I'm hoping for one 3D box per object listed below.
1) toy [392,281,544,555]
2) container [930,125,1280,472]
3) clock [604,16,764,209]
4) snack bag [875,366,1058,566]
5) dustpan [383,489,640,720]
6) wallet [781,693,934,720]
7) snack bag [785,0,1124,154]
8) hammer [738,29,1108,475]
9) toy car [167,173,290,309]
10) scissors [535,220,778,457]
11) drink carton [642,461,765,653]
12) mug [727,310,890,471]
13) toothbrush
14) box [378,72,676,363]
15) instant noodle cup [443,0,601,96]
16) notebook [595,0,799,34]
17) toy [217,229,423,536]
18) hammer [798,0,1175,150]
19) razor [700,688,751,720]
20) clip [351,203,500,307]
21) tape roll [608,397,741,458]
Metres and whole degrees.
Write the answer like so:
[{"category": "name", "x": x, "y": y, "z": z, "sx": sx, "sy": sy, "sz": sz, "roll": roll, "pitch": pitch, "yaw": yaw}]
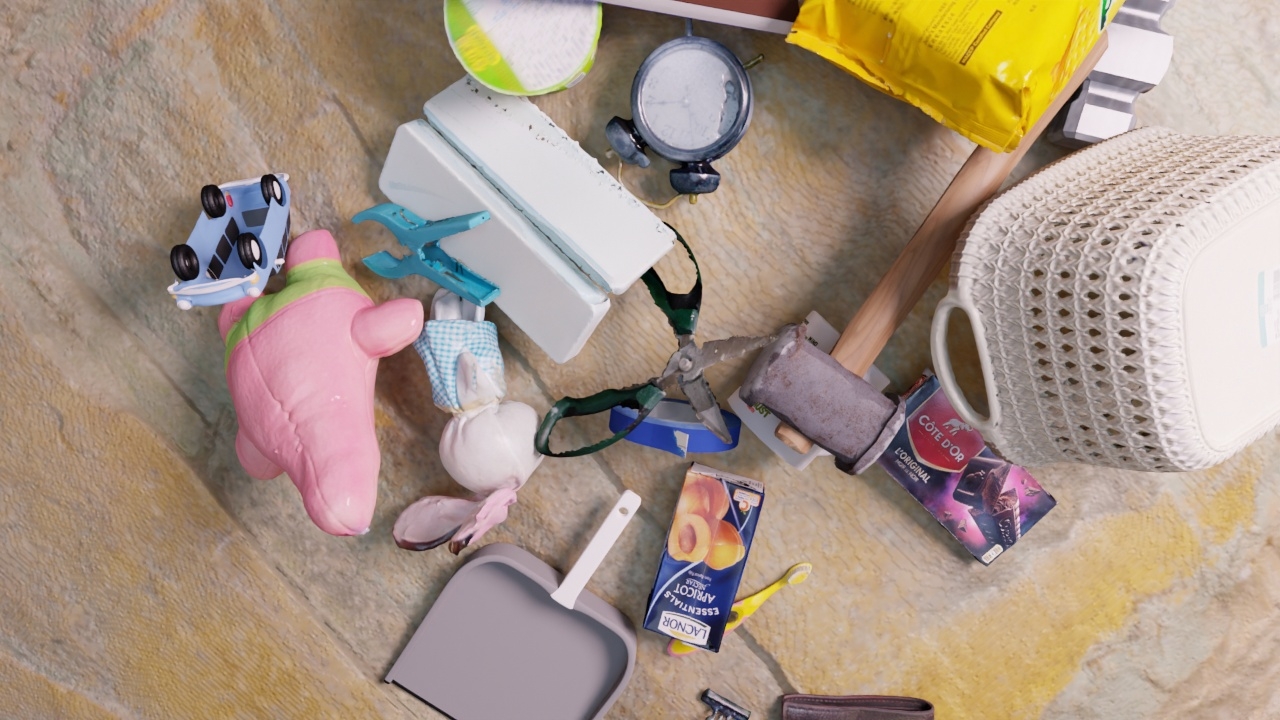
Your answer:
[{"category": "toy", "x": -0.121, "y": 0.038, "z": 0.685, "sx": 0.105, "sy": 0.131, "sz": 0.205, "roll": 3, "pitch": 79, "yaw": -39}, {"category": "container", "x": 0.314, "y": -0.038, "z": 0.551, "sx": 0.245, "sy": 0.143, "sz": 0.185, "roll": -26, "pitch": 108, "yaw": -22}, {"category": "clock", "x": 0.029, "y": -0.169, "z": 0.645, "sx": 0.090, "sy": 0.052, "sz": 0.129, "roll": 28, "pitch": 105, "yaw": -2}, {"category": "snack bag", "x": 0.235, "y": 0.082, "z": 0.679, "sx": 0.155, "sy": 0.018, "sz": 0.075, "roll": 42, "pitch": 98, "yaw": -14}, {"category": "dustpan", "x": -0.074, "y": 0.205, "z": 0.725, "sx": 0.163, "sy": 0.033, "sz": 0.258, "roll": 33, "pitch": 100, "yaw": -2}, {"category": "wallet", "x": 0.172, "y": 0.317, "z": 0.734, "sx": 0.120, "sy": 0.031, "sz": 0.099, "roll": -1, "pitch": 97, "yaw": 6}, {"category": "snack bag", "x": 0.219, "y": -0.252, "z": 0.559, "sx": 0.159, "sy": 0.068, "sz": 0.247, "roll": 34, "pitch": 81, "yaw": 14}, {"category": "hammer", "x": 0.190, "y": -0.079, "z": 0.587, "sx": 0.098, "sy": 0.052, "sz": 0.328, "roll": 35, "pitch": 92, "yaw": -4}, {"category": "toy car", "x": -0.278, "y": -0.082, "z": 0.638, "sx": 0.056, "sy": 0.153, "sz": 0.055, "roll": -11, "pitch": 129, "yaw": -2}, {"category": "scissors", "x": -0.004, "y": 0.004, "z": 0.633, "sx": 0.204, "sy": 0.201, "sz": 0.015, "roll": -39, "pitch": 136, "yaw": 16}, {"category": "drink carton", "x": 0.048, "y": 0.149, "z": 0.697, "sx": 0.064, "sy": 0.040, "sz": 0.130, "roll": 17, "pitch": 97, "yaw": 9}, {"category": "mug", "x": 0.131, "y": 0.029, "z": 0.667, "sx": 0.105, "sy": 0.073, "sz": 0.090, "roll": 37, "pitch": 101, "yaw": -29}, {"category": "toothbrush", "x": 0.077, "y": 0.197, "z": 0.723, "sx": 0.135, "sy": 0.016, "sz": 0.021, "roll": -34, "pitch": 90, "yaw": 8}, {"category": "box", "x": -0.085, "y": -0.106, "z": 0.653, "sx": 0.197, "sy": 0.075, "sz": 0.125, "roll": 44, "pitch": 80, "yaw": 7}, {"category": "instant noodle cup", "x": -0.069, "y": -0.221, "z": 0.612, "sx": 0.099, "sy": 0.108, "sz": 0.099, "roll": 1, "pitch": 99, "yaw": 3}, {"category": "notebook", "x": -0.004, "y": -0.297, "z": 0.568, "sx": 0.209, "sy": 0.022, "sz": 0.171, "roll": 2, "pitch": 76, "yaw": -21}, {"category": "toy", "x": -0.228, "y": 0.022, "z": 0.647, "sx": 0.192, "sy": 0.096, "sz": 0.236, "roll": -39, "pitch": 57, "yaw": 17}, {"category": "hammer", "x": 0.191, "y": -0.236, "z": 0.626, "sx": 0.323, "sy": 0.051, "sz": 0.117, "roll": 15, "pitch": 98, "yaw": 4}, {"category": "razor", "x": 0.038, "y": 0.335, "z": 0.748, "sx": 0.042, "sy": 0.022, "sz": 0.144, "roll": 29, "pitch": 101, "yaw": -1}, {"category": "clip", "x": -0.156, "y": -0.094, "z": 0.648, "sx": 0.127, "sy": 0.028, "sz": 0.113, "roll": 4, "pitch": 115, "yaw": 34}, {"category": "tape roll", "x": 0.025, "y": 0.045, "z": 0.662, "sx": 0.091, "sy": 0.092, "sz": 0.016, "roll": 15, "pitch": 103, "yaw": 38}]
